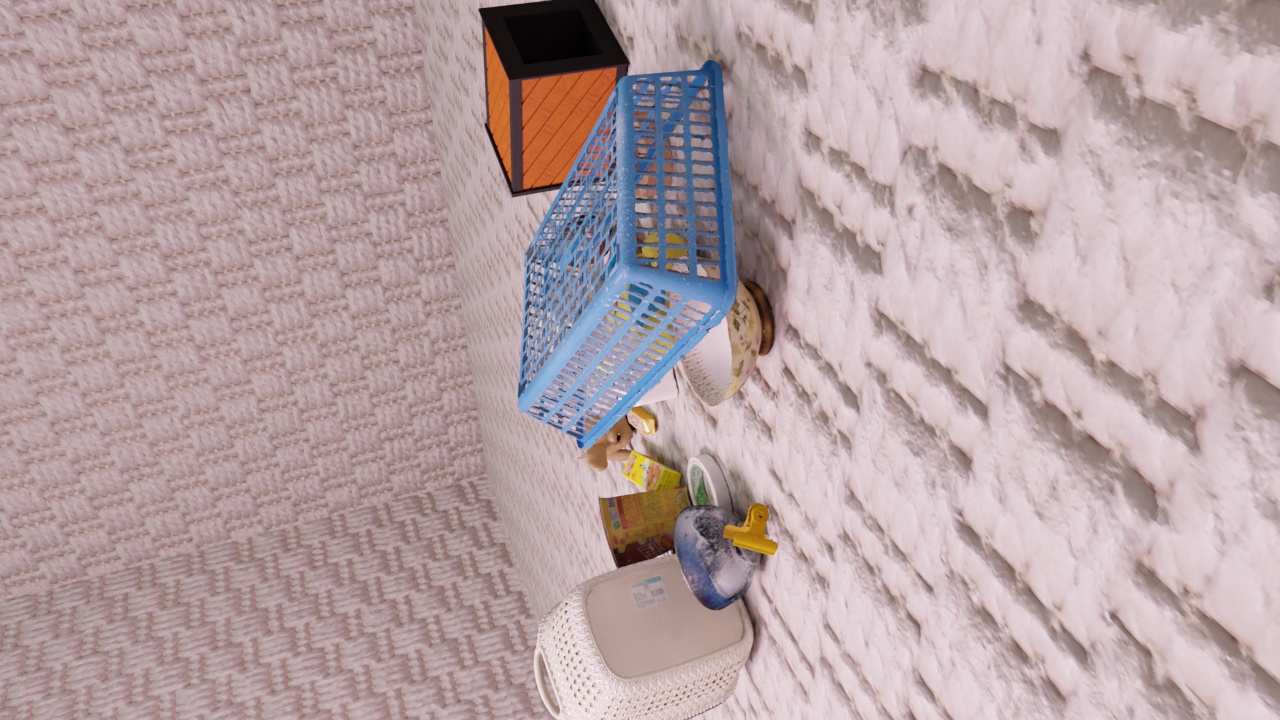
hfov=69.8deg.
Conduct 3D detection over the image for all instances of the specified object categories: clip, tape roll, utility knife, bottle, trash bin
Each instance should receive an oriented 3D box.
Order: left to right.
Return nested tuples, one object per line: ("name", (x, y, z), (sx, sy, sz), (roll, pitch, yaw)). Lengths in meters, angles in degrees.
("trash bin", (-0.109, -0.321, 1.121), (0.172, 0.139, 0.139), (99, 153, -53))
("bottle", (-0.076, -0.165, 1.268), (0.157, 0.067, 0.068), (167, 89, -74))
("utility knife", (-0.022, -0.159, 1.060), (0.031, 0.015, 0.174), (160, 127, -68))
("tape roll", (0.005, -0.229, 1.013), (0.094, 0.027, 0.094), (166, 90, -74))
("tape roll", (0.081, 0.157, 1.081), (0.094, 0.018, 0.094), (166, 90, -74))
("clip", (0.115, 0.173, 0.938), (0.048, 0.054, 0.046), (-51, 29, 45))

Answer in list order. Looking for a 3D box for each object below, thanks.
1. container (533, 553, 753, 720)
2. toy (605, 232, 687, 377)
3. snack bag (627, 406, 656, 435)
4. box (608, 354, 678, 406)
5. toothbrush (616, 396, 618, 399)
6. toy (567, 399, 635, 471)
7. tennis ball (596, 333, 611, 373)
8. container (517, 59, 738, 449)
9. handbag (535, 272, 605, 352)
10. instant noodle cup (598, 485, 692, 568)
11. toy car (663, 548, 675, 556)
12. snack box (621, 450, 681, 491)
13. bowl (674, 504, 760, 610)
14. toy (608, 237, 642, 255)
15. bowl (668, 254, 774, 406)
("container", (0.011, 0.325, 1.076), (0.184, 0.251, 0.144), (64, 150, 31))
("toy", (0.012, -0.060, 1.019), (0.214, 0.084, 0.149), (158, 122, -74))
("snack bag", (0.001, 0.083, 1.290), (0.099, 0.020, 0.026), (-150, 50, -68))
("box", (-0.018, 0.010, 1.166), (0.107, 0.095, 0.102), (172, 84, -72))
("toothbrush", (-0.030, 0.004, 1.346), (0.013, 0.012, 0.168), (51, 151, 40))
("toy", (-0.055, 0.115, 1.378), (0.108, 0.106, 0.134), (71, 178, -64))
("tennis ball", (-0.043, -0.008, 1.282), (0.065, 0.065, 0.065), (166, 90, -74))
("container", (-0.034, -0.091, 0.890), (0.363, 0.089, 0.256), (133, 142, -56))
("handbag", (-0.095, -0.057, 1.355), (0.119, 0.111, 0.081), (115, 177, -60))
("instant noodle cup", (0.014, 0.205, 1.148), (0.100, 0.112, 0.100), (-12, -94, -88))
("toy car", (0.032, 0.235, 1.269), (0.048, 0.040, 0.113), (165, 91, -75))
("snack box", (0.014, 0.157, 1.260), (0.040, 0.029, 0.148), (-68, 17, -3))
("bowl", (0.091, 0.203, 0.979), (0.114, 0.061, 0.114), (40, -143, -40))
("toy", (-0.016, -0.108, 1.153), (0.092, 0.043, 0.118), (-134, 36, -63))
("bowl", (0.080, -0.034, 0.849), (0.145, 0.063, 0.145), (166, 90, -74))
